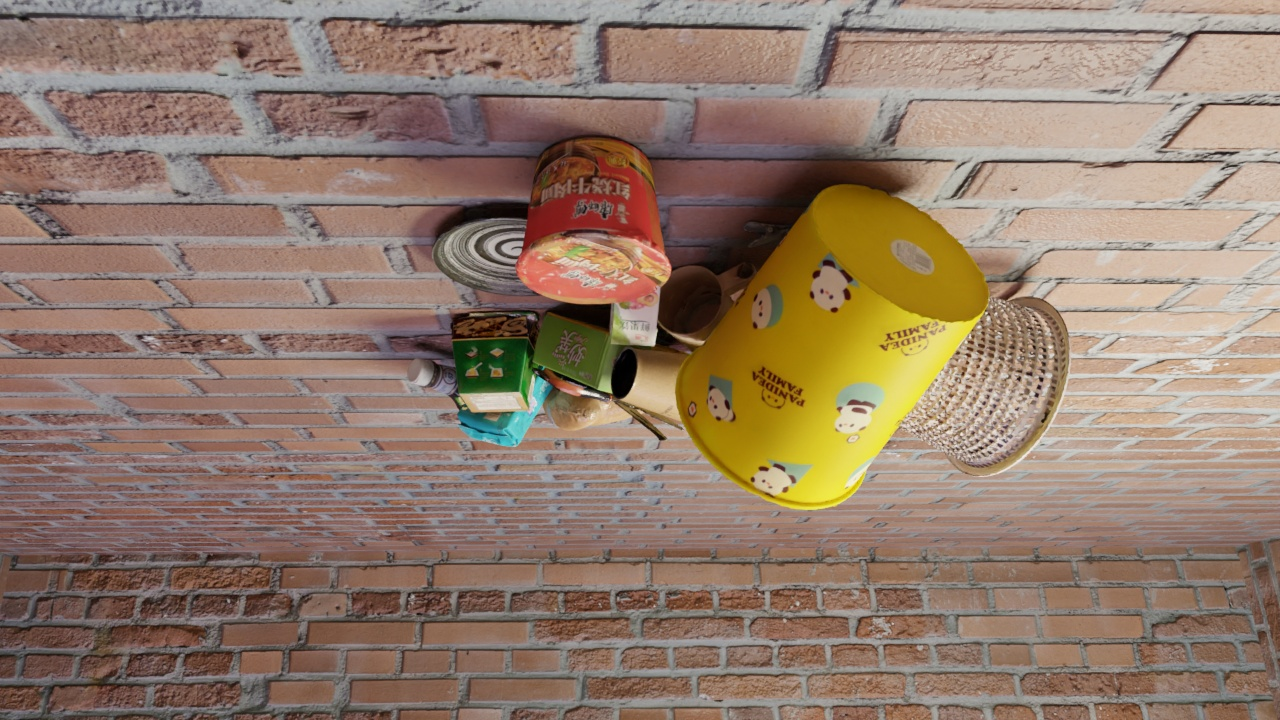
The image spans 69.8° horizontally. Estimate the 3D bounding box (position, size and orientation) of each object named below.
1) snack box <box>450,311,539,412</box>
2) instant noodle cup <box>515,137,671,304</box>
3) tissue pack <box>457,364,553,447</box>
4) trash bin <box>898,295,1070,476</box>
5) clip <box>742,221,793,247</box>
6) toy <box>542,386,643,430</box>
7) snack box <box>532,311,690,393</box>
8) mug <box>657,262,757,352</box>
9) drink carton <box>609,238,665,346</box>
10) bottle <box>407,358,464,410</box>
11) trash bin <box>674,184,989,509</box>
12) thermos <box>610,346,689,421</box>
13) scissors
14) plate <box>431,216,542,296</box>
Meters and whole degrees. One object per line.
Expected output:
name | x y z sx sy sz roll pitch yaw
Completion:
snack box | -0.184 0.008 1.190 0.117 0.105 0.118 -2 160 2
instant noodle cup | -0.042 -0.126 0.831 0.138 0.108 0.138 -1 159 0
tissue pack | -0.182 0.051 1.261 0.093 0.133 0.050 13 150 31
trash bin | 0.349 0.003 1.082 0.192 0.227 0.228 19 155 -14
clip | 0.135 -0.133 0.953 0.056 0.026 0.024 -8 165 -16
toy | -0.032 0.052 1.326 0.225 0.082 0.143 -7 -158 -27
snack box | -0.007 0.007 1.157 0.209 0.070 0.158 15 -177 -37
mug | 0.088 -0.062 1.064 0.125 0.084 0.103 -27 155 13
drink carton | -0.005 -0.076 0.989 0.053 0.045 0.123 2 129 -4
bottle | -0.240 0.038 1.304 0.044 0.079 0.194 -1 164 45
trash bin | 0.189 -0.018 0.910 0.229 0.229 0.256 8 135 -22
thermos | 0.043 0.030 1.044 0.143 0.093 0.093 13 156 -28
scissors | -0.045 0.042 1.214 0.226 0.015 0.189 22 -164 -21
plate | -0.131 -0.115 0.981 0.179 0.024 0.180 1 158 0
